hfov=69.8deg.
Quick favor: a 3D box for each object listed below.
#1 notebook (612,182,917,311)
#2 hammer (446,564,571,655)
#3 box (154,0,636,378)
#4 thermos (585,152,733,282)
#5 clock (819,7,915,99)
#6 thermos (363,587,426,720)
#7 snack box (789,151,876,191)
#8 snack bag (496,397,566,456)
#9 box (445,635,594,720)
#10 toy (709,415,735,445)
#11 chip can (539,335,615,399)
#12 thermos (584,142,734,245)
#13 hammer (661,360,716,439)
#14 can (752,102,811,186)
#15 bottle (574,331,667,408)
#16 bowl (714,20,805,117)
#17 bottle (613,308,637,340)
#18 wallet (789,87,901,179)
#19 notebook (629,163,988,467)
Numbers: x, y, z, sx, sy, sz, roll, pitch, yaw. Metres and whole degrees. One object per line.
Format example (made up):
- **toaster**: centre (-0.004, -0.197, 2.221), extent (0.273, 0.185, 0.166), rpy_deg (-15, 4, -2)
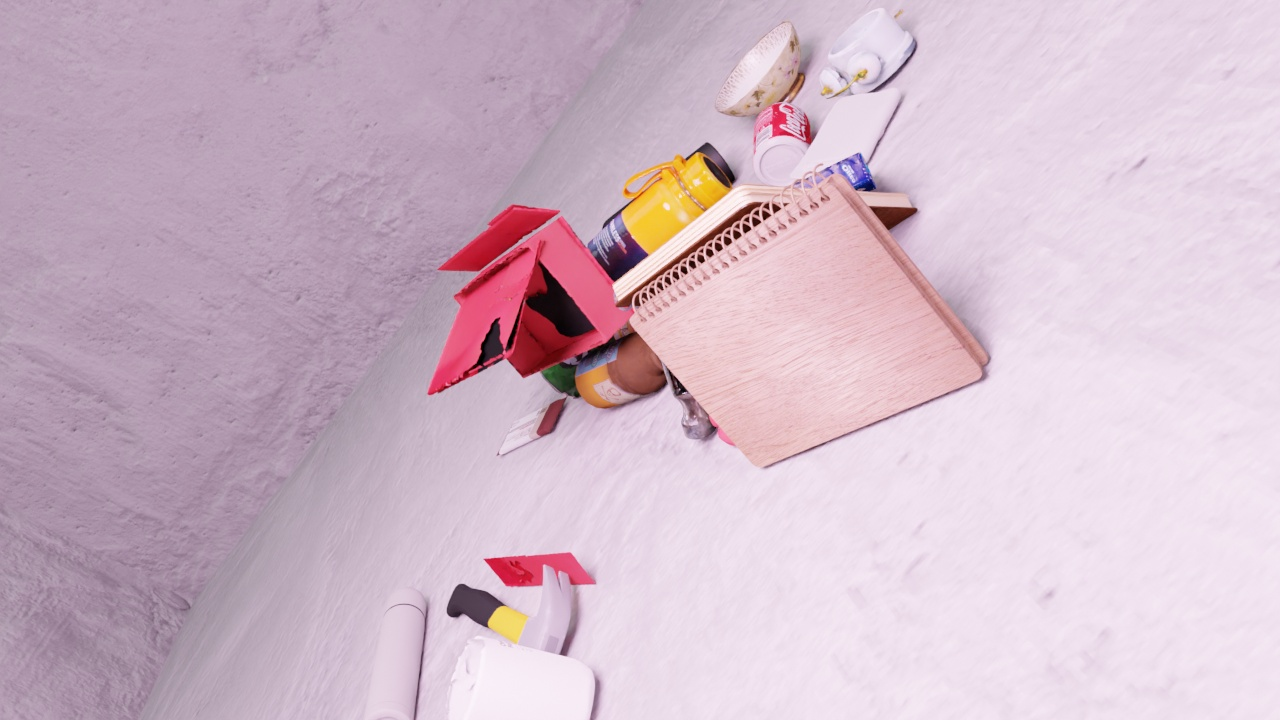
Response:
- **notebook**: centre (0.099, -0.090, 0.746), extent (0.168, 0.225, 0.024), rpy_deg (-34, 71, 44)
- **hammer**: centre (-0.145, 0.262, 0.936), extent (0.324, 0.029, 0.127), rpy_deg (-12, 53, 64)
- **box**: centre (-0.256, -0.144, 0.919), extent (0.216, 0.510, 0.140), rpy_deg (-20, 40, 56)
- **thermos**: centre (-0.006, -0.136, 1.019), extent (0.233, 0.091, 0.076), rpy_deg (-39, 45, 24)
- **clock**: centre (0.238, -0.319, 0.976), extent (0.117, 0.057, 0.083), rpy_deg (-53, 19, -18)
- **thermos**: centre (-0.285, 0.350, 1.078), extent (0.052, 0.052, 0.224), rpy_deg (-49, 21, 13)
- **snack box**: centre (0.161, -0.146, 0.793), extent (0.082, 0.027, 0.150), rpy_deg (-23, 1, 19)
- **snack bag**: centre (-0.149, 0.092, 1.245), extent (0.158, 0.013, 0.056), rpy_deg (-27, 31, 51)
- **box**: centre (-0.114, 0.287, 0.700), extent (0.083, 0.137, 0.143), rpy_deg (-26, 45, 62)
- **toy**: centre (0.101, 0.012, 0.770), extent (0.135, 0.045, 0.091), rpy_deg (-56, 19, 28)
- **chip can**: centre (-0.030, -0.050, 1.124), extent (0.224, 0.075, 0.075), rpy_deg (-45, 22, 21)
- **thermos**: centre (0.012, -0.186, 1.182), extent (0.231, 0.061, 0.061), rpy_deg (-37, 22, 3)
- **hammer**: centre (0.058, -0.063, 0.931), extent (0.033, 0.132, 0.329), rpy_deg (-13, 26, 16)
- **can**: centre (0.158, -0.242, 1.024), extent (0.064, 0.064, 0.104), rpy_deg (-40, 24, 33)
- **bottle**: centre (-0.006, 0.006, 0.986), extent (0.157, 0.068, 0.067), rpy_deg (-23, 37, 55)
- **bowl**: centre (0.167, -0.365, 1.200), extent (0.145, 0.063, 0.145), rpy_deg (-44, 22, 23)
- **bottle**: centre (0.018, -0.048, 1.030), extent (0.109, 0.063, 0.063), rpy_deg (-25, 34, 44)
- **wallet**: centre (0.211, -0.219, 0.927), extent (0.116, 0.032, 0.086), rpy_deg (-56, 31, -12)
- **notebook**: centre (0.103, -0.020, 0.641), extent (0.211, 0.169, 0.022), rpy_deg (-32, 14, 46)
